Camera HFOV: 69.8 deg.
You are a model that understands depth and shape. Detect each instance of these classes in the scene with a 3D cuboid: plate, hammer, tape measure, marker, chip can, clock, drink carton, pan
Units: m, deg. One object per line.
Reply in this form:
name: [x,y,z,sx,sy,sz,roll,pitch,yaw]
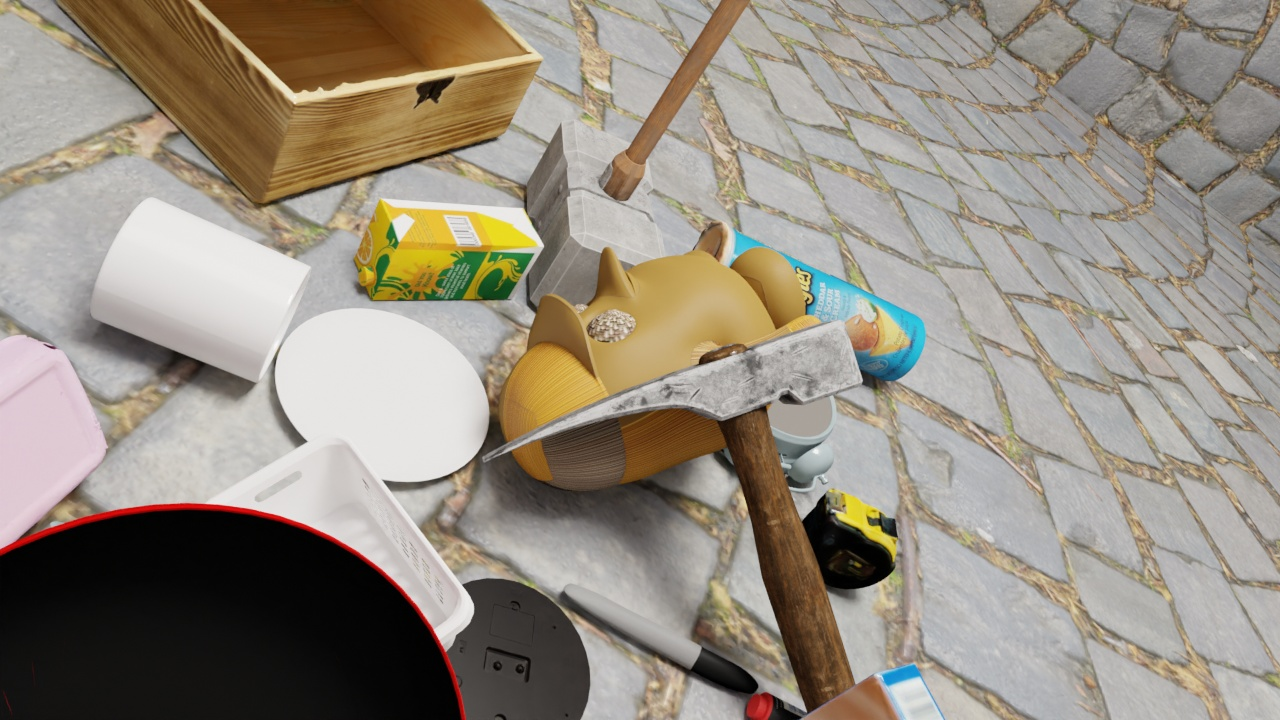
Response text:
plate: [-0.160,0.021,0.575,0.134,0.011,0.134,22,40,-20]
hammer: [0.018,-0.185,0.677,0.083,0.319,0.162,17,42,-25]
tape measure: [0.148,0.132,0.660,0.072,0.072,0.042,20,37,-13]
marker: [0.013,0.169,0.562,0.138,0.016,0.022,30,7,-9]
chip can: [0.153,-0.051,0.850,0.229,0.080,0.079,22,40,-20]
marker: [0.131,0.243,0.572,0.145,0.021,0.023,30,46,-11]
clock: [0.102,0.039,0.741,0.122,0.045,0.159,15,42,-26]
drink carton: [-0.138,-0.077,0.654,0.122,0.058,0.041,-5,54,-42]
hammer: [0.056,0.147,0.527,0.217,0.037,0.300,-18,93,-10]
pan: [-0.122,0.209,0.339,0.208,0.067,0.356,-45,108,-22]
clock: [-0.076,0.172,0.469,0.094,0.035,0.122,23,41,-19]

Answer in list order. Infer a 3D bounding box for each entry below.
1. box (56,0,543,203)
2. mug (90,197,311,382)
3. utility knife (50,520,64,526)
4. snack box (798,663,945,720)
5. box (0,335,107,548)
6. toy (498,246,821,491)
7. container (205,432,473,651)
box: [-0.235,-0.303,0.691,0.257,0.216,0.278,42,39,9]
mug: [-0.247,-0.045,0.534,0.090,0.074,0.110,25,14,-17]
utility knife: [-0.227,0.142,0.396,0.031,0.015,0.173,-4,53,-47]
snack box: [0.099,0.225,0.459,0.034,0.152,0.087,3,50,-39]
box: [-0.323,0.070,0.363,0.095,0.088,0.201,6,36,14]
toy: [-0.003,0.004,0.606,0.202,0.199,0.162,-29,110,-29]
container: [-0.143,0.106,0.439,0.080,0.050,0.129,-33,60,-24]
